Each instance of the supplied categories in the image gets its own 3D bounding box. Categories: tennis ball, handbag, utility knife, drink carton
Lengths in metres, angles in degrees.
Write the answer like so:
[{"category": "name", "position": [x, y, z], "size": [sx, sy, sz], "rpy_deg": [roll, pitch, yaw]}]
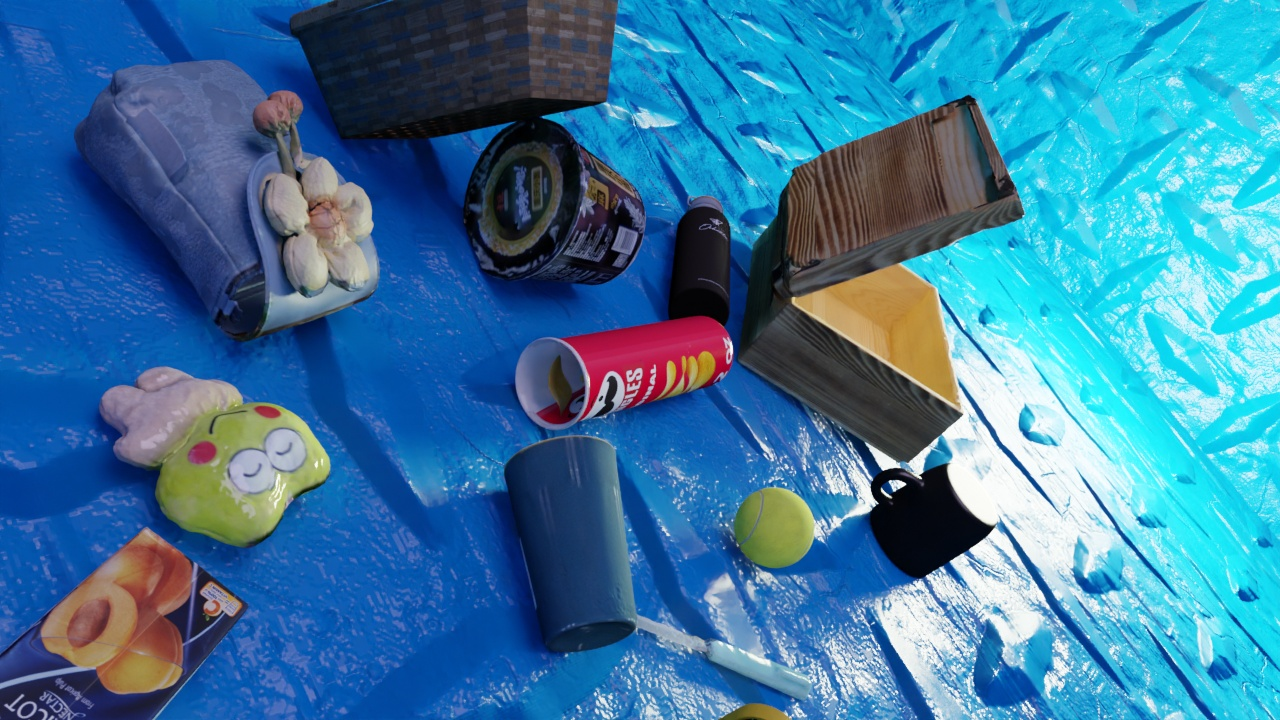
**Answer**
[{"category": "tennis ball", "position": [0.110, 0.137, 0.753], "size": [0.065, 0.065, 0.065], "rpy_deg": [30, 35, -24]}, {"category": "handbag", "position": [-0.244, -0.110, 0.573], "size": [0.192, 0.119, 0.121], "rpy_deg": [54, 32, 3]}, {"category": "utility knife", "position": [0.060, 0.210, 0.659], "size": [0.179, 0.016, 0.022], "rpy_deg": [30, 34, -27]}, {"category": "drink carton", "position": [-0.233, 0.136, 0.380], "size": [0.064, 0.040, 0.129], "rpy_deg": [41, 32, -7]}]

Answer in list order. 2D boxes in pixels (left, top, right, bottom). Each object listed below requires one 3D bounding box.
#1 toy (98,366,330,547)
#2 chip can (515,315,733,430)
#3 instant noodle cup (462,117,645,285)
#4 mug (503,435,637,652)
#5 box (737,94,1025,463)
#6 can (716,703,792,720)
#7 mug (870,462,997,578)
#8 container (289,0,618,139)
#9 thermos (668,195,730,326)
[{"category": "toy", "position": [-0.228, 0.045, 0.486], "size": [0.115, 0.046, 0.091], "rpy_deg": [36, 35, 0]}, {"category": "chip can", "position": [-0.004, 0.005, 0.768], "size": [0.220, 0.069, 0.069], "rpy_deg": [-12, 63, -54]}, {"category": "instant noodle cup", "position": [-0.068, -0.125, 0.797], "size": [0.112, 0.137, 0.137], "rpy_deg": [14, 43, -52]}, {"category": "mug", "position": [-0.043, 0.120, 0.593], "size": [0.078, 0.078, 0.121], "rpy_deg": [16, 47, -39]}, {"category": "box", "position": [0.268, -0.129, 1.000], "size": [0.282, 0.316, 0.278], "rpy_deg": [30, 36, -10]}, {"category": "can", "position": [0.030, 0.255, 0.463], "size": [0.075, 0.136, 0.104], "rpy_deg": [45, 34, -1]}, {"category": "mug", "position": [0.280, 0.147, 0.912], "size": [0.121, 0.095, 0.085], "rpy_deg": [36, 33, -15]}, {"category": "container", "position": [-0.150, -0.287, 0.734], "size": [0.157, 0.250, 0.186], "rpy_deg": [-22, 107, -56]}, {"category": "thermos", "position": [0.067, -0.117, 0.996], "size": [0.061, 0.061, 0.230], "rpy_deg": [34, 34, -19]}]
